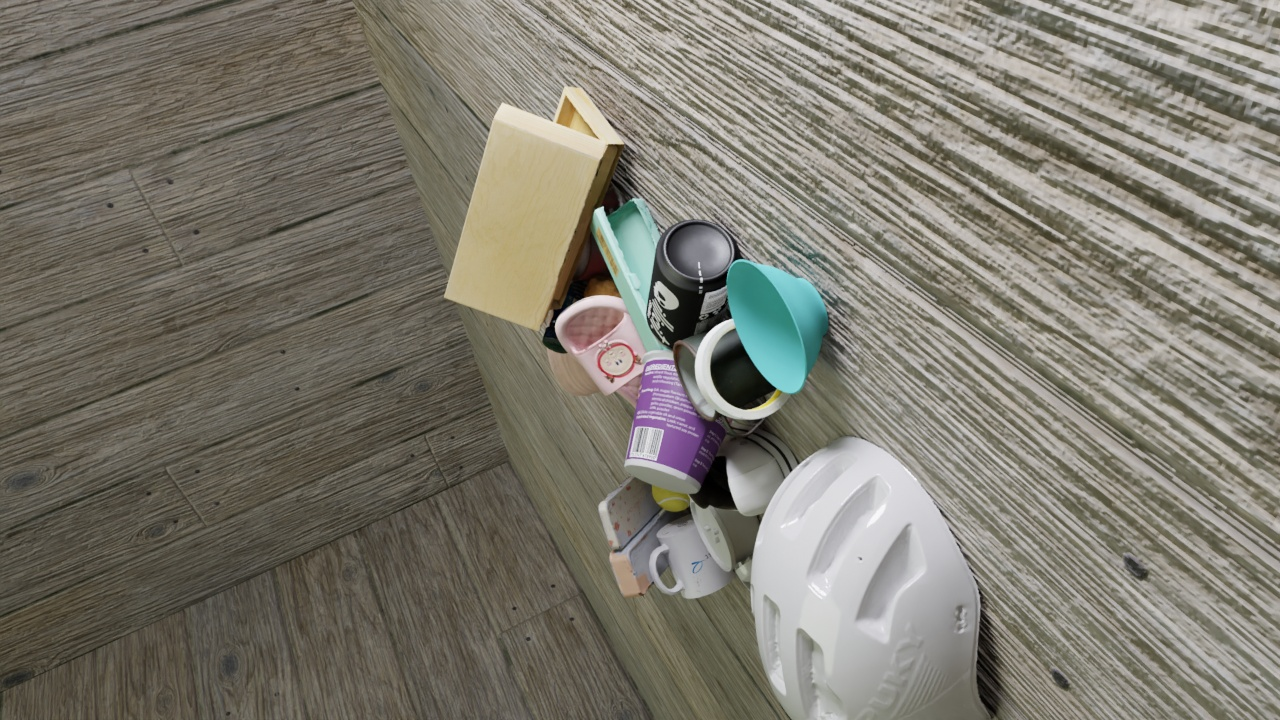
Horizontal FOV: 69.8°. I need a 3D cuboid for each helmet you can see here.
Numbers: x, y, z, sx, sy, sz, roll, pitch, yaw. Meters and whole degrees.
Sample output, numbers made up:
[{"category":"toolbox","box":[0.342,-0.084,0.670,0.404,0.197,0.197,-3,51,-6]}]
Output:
[{"category":"helmet","box":[0.196,0.208,0.806,0.224,0.183,0.282,31,123,58]}]

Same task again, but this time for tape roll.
[{"category":"tape roll","box":[0.097,0.007,0.840,0.094,0.094,0.019,67,165,-3]}]

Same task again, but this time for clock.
[{"category":"clock","box":[-0.051,-0.163,1.145,0.157,0.061,0.110,-33,68,59]},{"category":"clock","box":[0.116,0.230,1.176,0.159,0.061,0.120,70,165,-11]}]

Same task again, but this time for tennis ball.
[{"category":"tennis ball","box":[0.049,0.186,1.328,0.065,0.065,0.065,58,163,29]}]

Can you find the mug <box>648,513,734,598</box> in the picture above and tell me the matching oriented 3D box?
[{"category":"mug","box":[0.066,0.289,1.325,0.083,0.119,0.096,-15,99,59]}]

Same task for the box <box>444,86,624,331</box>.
[{"category":"box","box":[-0.117,-0.175,1.087,0.142,0.184,0.249,33,128,10]}]

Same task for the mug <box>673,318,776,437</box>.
[{"category":"mug","box":[0.093,0.017,0.892,0.111,0.081,0.085,64,165,6]}]

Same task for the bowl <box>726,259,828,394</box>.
[{"category":"bowl","box":[0.124,-0.036,0.774,0.121,0.046,0.121,58,163,29]}]

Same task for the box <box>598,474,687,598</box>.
[{"category":"box","box":[0.008,0.238,1.359,0.215,0.043,0.151,-31,-80,-62]}]

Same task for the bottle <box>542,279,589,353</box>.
[{"category":"bottle","box":[-0.085,-0.086,1.224,0.056,0.160,0.056,17,155,8]}]

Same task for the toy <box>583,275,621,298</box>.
[{"category":"toy","box":[-0.028,-0.027,1.163,0.133,0.076,0.176,-3,123,28]}]

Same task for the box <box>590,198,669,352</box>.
[{"category":"box","box":[-0.006,-0.082,1.029,0.078,0.079,0.188,-27,86,38]}]

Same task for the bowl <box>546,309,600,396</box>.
[{"category":"bowl","box":[-0.059,-0.025,1.294,0.076,0.152,0.153,-5,115,30]}]

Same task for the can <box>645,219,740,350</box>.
[{"category":"can","box":[0.049,-0.071,0.910,0.080,0.080,0.146,60,164,21]}]

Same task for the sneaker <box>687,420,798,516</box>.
[{"category":"sneaker","box":[0.088,0.130,1.050,0.091,0.097,0.245,69,164,-12]}]

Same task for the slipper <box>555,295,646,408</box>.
[{"category":"slipper","box":[-0.007,0.006,1.106,0.221,0.107,0.055,44,-157,-23]}]

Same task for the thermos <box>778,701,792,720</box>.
[{"category":"thermos","box":[0.226,0.414,1.020,0.219,0.105,0.106,-155,43,-75]}]

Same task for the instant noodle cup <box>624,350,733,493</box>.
[{"category":"instant noodle cup","box":[0.036,0.071,0.983,0.122,0.121,0.137,30,159,-28]}]
